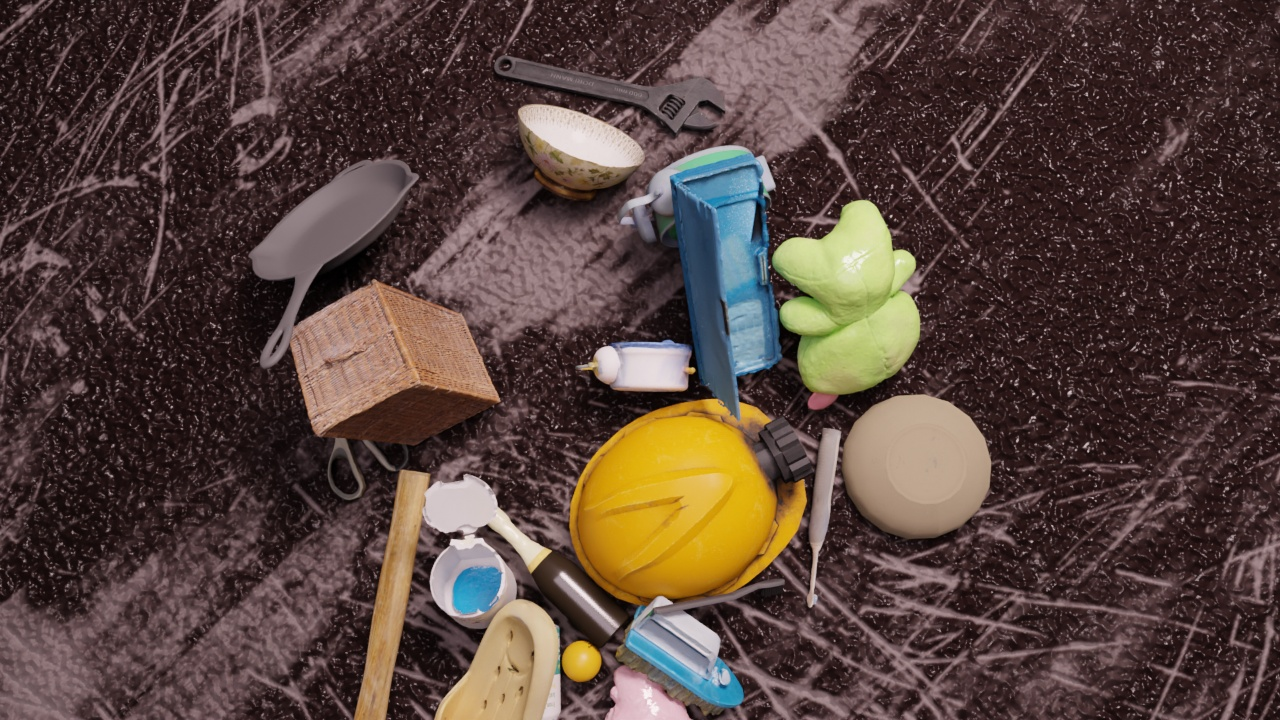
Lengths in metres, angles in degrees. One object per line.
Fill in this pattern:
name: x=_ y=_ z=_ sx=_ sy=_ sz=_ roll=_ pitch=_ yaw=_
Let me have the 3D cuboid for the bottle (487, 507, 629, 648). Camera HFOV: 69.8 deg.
bottle: x=-0.094 y=0.218 z=0.951 sx=0.184 sy=0.045 sz=0.045 roll=42 pitch=85 yaw=9

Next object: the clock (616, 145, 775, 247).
clock: x=0.054 y=-0.162 z=0.958 sx=0.161 sy=0.122 sz=0.075 roll=-14 pitch=78 yaw=-23

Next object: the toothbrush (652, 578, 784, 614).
toothbrush: x=0.081 y=0.234 z=0.908 sx=0.167 sy=0.013 sz=0.013 roll=0 pitch=91 yaw=-35

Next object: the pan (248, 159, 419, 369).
pan: x=-0.320 y=-0.104 z=0.927 sx=0.217 sy=0.024 sz=0.353 roll=-20 pitch=38 yaw=15

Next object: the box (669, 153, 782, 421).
box: x=0.099 y=-0.068 z=0.889 sx=0.094 sy=0.112 sz=0.232 roll=-16 pitch=122 yaw=-11

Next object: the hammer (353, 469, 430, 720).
hammer: x=-0.268 y=0.280 z=0.960 sx=0.132 sy=0.033 sz=0.330 roll=7 pitch=80 yaw=6

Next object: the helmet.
helmet: x=0.045 y=0.142 z=0.913 sx=0.255 sy=0.131 sz=0.205 roll=-27 pitch=81 yaw=0

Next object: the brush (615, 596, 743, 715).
brush: x=0.049 y=0.295 z=0.905 sx=0.136 sy=0.055 sz=0.076 roll=37 pitch=123 yaw=-6

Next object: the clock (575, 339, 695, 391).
clock: x=-0.006 y=0.006 z=0.960 sx=0.125 sy=0.089 sz=0.052 roll=1 pitch=87 yaw=2

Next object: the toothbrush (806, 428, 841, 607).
toothbrush: x=0.187 y=0.163 z=0.956 sx=0.022 sy=0.024 sz=0.185 roll=0 pitch=78 yaw=43

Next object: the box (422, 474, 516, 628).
box: x=-0.171 y=0.193 z=0.916 sx=0.084 sy=0.147 sz=0.136 roll=-1 pitch=69 yaw=-2

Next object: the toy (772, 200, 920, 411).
toy: x=0.215 y=-0.046 z=0.917 sx=0.150 sy=0.107 sz=0.197 roll=-29 pitch=113 yaw=-5

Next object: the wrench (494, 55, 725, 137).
wrench: x=-0.037 y=-0.311 z=1.049 sx=0.273 sy=0.018 sz=0.073 roll=14 pitch=82 yaw=7

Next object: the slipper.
slipper: x=-0.159 y=0.352 z=0.882 sx=0.111 sy=0.079 sz=0.261 roll=29 pitch=101 yaw=40

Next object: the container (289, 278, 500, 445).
container: x=-0.242 y=0.008 z=0.918 sx=0.114 sy=0.198 sz=0.112 roll=-26 pitch=76 yaw=10

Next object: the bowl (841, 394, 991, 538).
bowl: x=0.288 y=0.107 z=0.944 sx=0.152 sy=0.050 sz=0.152 roll=-1 pitch=81 yaw=3

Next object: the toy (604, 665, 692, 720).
toy: x=0.003 y=0.350 z=0.920 sx=0.099 sy=0.053 sz=0.095 roll=-15 pitch=77 yaw=-4

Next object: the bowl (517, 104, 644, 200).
bowl: x=-0.072 y=-0.218 z=0.997 sx=0.145 sy=0.144 sz=0.063 roll=27 pitch=121 yaw=7

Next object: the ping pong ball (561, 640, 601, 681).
ping pong ball: x=-0.060 y=0.307 z=0.937 sx=0.040 sy=0.040 sz=0.040 roll=-1 pitch=81 yaw=3

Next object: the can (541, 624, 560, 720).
can: x=-0.109 y=0.318 z=0.931 sx=0.055 sy=0.055 sz=0.101 roll=-2 pitch=80 yaw=3

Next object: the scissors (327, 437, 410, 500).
scissors: x=-0.327 y=0.078 z=1.003 sx=0.165 sy=0.012 sz=0.150 roll=21 pitch=82 yaw=4
